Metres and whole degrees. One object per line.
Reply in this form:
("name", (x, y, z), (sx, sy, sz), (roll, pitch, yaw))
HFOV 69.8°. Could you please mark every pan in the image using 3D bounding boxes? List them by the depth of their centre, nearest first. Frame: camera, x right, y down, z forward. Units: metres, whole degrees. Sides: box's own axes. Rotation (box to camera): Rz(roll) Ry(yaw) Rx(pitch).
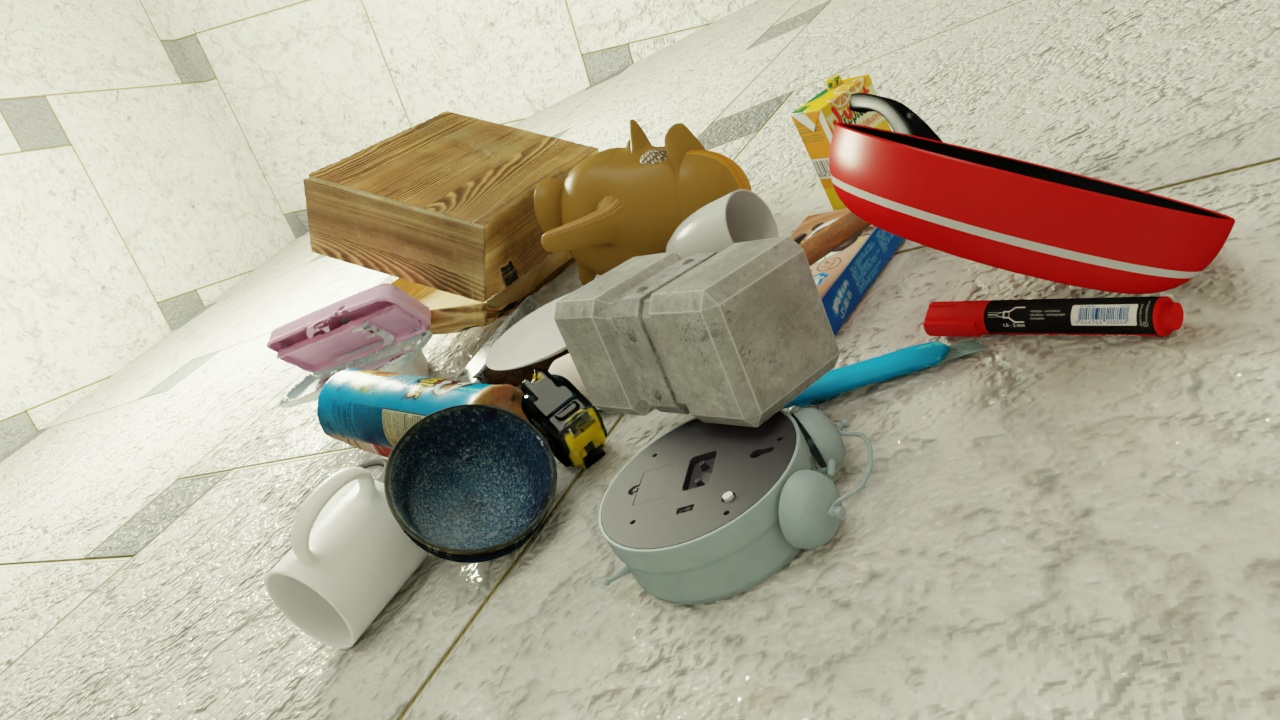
("pan", (0.195, -0.119, 0.576), (0.208, 0.067, 0.356), (8, 19, -13))

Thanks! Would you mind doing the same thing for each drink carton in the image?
("drink carton", (0.180, -0.176, 0.776), (0.058, 0.122, 0.041), (-38, 23, -19))

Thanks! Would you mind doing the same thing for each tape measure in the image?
("tape measure", (-0.056, 0.044, 0.670), (0.042, 0.072, 0.071), (-42, 52, -15))

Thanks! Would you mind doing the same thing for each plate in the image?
("plate", (-0.079, -0.027, 0.831), (0.135, 0.011, 0.134), (-24, 23, 11))

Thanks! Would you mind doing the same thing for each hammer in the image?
("hammer", (0.113, -0.073, 0.624), (0.316, 0.083, 0.163), (-33, 20, -31))
("hammer", (-0.032, -0.032, 0.852), (0.301, 0.037, 0.217), (-17, 25, 29))

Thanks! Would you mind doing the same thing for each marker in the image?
("marker", (0.229, -0.024, 0.524), (0.023, 0.021, 0.145), (-50, 28, -24))

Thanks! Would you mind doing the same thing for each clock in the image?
("clock", (0.051, 0.074, 0.506), (0.160, 0.045, 0.122), (-19, 24, 24))
("clock", (-0.238, 0.125, 0.771), (0.094, 0.035, 0.123), (-39, 23, -21))

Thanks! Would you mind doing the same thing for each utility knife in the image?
("utility knife", (0.129, 0.013, 0.578), (0.174, 0.015, 0.031), (-19, 27, 23))

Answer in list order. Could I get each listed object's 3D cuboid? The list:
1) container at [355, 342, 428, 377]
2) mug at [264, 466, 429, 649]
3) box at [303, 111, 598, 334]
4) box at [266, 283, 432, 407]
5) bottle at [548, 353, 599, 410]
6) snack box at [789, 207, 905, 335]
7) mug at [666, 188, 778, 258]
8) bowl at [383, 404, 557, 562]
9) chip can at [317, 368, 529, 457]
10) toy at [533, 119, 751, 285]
("container", (-0.284, 0.011, 1.055), (0.080, 0.049, 0.129), (-31, 22, -2))
("mug", (-0.201, 0.126, 0.626), (0.074, 0.111, 0.090), (14, 42, 23))
("box", (-0.199, -0.142, 1.101), (0.257, 0.216, 0.278), (16, 32, 18))
("box", (-0.317, -0.002, 0.990), (0.202, 0.088, 0.095), (-16, 59, 30))
("bottle", (-0.004, 0.004, 0.716), (0.146, 0.051, 0.051), (-17, 25, 30))
("snack box", (0.140, -0.070, 0.717), (0.087, 0.034, 0.150), (-5, 33, 45))
("mug", (0.066, -0.091, 0.832), (0.090, 0.071, 0.107), (-18, 51, 46))
("bowl", (-0.115, 0.093, 0.634), (0.114, 0.061, 0.114), (3, 52, -4))
("chip can", (-0.185, 0.051, 0.772), (0.230, 0.080, 0.079), (5, 40, 44))
("toy", (0.011, -0.163, 0.936), (0.204, 0.162, 0.198), (-4, 21, 29))
